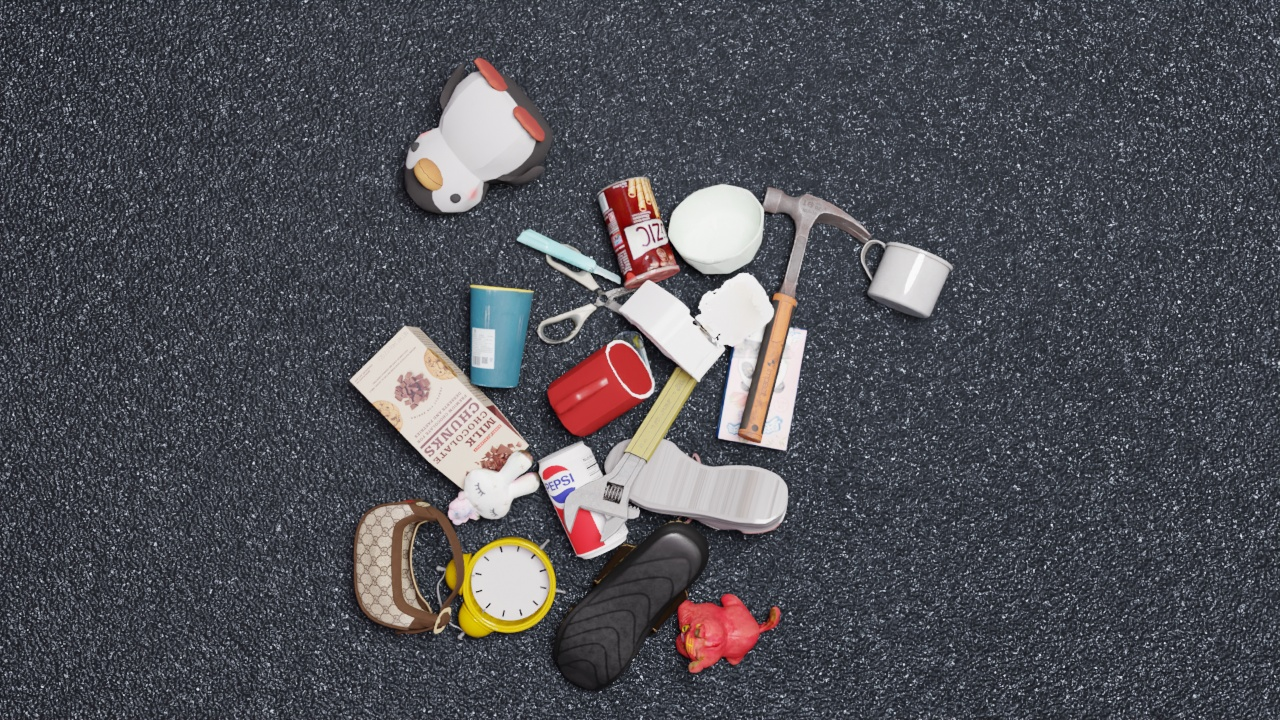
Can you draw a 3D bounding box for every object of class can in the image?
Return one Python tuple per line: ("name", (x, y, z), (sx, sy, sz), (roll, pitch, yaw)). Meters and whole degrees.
("can", (-0.072, 0.172, 1.133), (0.070, 0.070, 0.132), (-25, 89, 1))

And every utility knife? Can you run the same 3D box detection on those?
("utility knife", (-0.087, -0.130, 1.149), (0.141, 0.015, 0.022), (25, 65, 4))

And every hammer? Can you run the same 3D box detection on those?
("hammer", (0.183, -0.050, 1.117), (0.138, 0.035, 0.314), (15, 79, 3))

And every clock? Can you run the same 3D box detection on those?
("clock", (-0.177, 0.282, 1.146), (0.152, 0.052, 0.113), (-17, 90, -4))

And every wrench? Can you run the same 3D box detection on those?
("wrench", (0.000, 0.100, 1.113), (0.083, 0.018, 0.272), (28, 69, 10))

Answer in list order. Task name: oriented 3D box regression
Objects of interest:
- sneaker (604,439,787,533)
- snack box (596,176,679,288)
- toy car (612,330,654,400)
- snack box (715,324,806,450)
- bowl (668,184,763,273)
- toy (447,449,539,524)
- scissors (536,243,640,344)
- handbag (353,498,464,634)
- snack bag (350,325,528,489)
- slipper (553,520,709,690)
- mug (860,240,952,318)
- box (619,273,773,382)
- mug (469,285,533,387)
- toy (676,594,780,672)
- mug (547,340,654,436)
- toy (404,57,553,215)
("sneaker", (0.071, 0.163, 1.127), (0.236, 0.089, 0.099), (13, 63, 24))
("snack box", (-0.004, -0.157, 1.129), (0.072, 0.072, 0.121), (-17, 86, 1))
("toy car", (-0.007, 0.007, 1.150), (0.039, 0.027, 0.090), (-14, 92, 24))
("snack box", (0.151, 0.030, 1.148), (0.088, 0.033, 0.154), (10, 90, 2))
("bowl", (0.097, -0.152, 1.125), (0.117, 0.061, 0.117), (-8, 58, 13))
("toy", (-0.178, 0.160, 1.117), (0.122, 0.038, 0.079), (-31, 131, -8))
("scissors", (-0.065, -0.083, 1.162), (0.171, 0.012, 0.157), (-32, 88, -4))
("handbag", (-0.280, 0.254, 1.122), (0.138, 0.063, 0.166), (0, 89, 25))
("snack bag", (-0.244, 0.065, 1.136), (0.094, 0.070, 0.206), (-45, 89, 0))
("slipper", (-0.013, 0.296, 1.129), (0.113, 0.075, 0.268), (36, 106, -4))
("mug", (0.317, -0.103, 1.128), (0.113, 0.084, 0.070), (25, 93, 35))
("box", (0.075, -0.056, 1.081), (0.132, 0.152, 0.107), (-50, 126, -1))
("mug", (-0.176, -0.030, 1.135), (0.078, 0.078, 0.121), (6, 94, 1))
("toy", (0.110, 0.337, 1.118), (0.133, 0.094, 0.088), (-10, 89, -1))
("mug", (-0.054, 0.036, 1.096), (0.097, 0.116, 0.080), (-34, 85, 26))
("toy", (-0.205, -0.256, 1.124), (0.184, 0.140, 0.159), (-38, 89, 16))
